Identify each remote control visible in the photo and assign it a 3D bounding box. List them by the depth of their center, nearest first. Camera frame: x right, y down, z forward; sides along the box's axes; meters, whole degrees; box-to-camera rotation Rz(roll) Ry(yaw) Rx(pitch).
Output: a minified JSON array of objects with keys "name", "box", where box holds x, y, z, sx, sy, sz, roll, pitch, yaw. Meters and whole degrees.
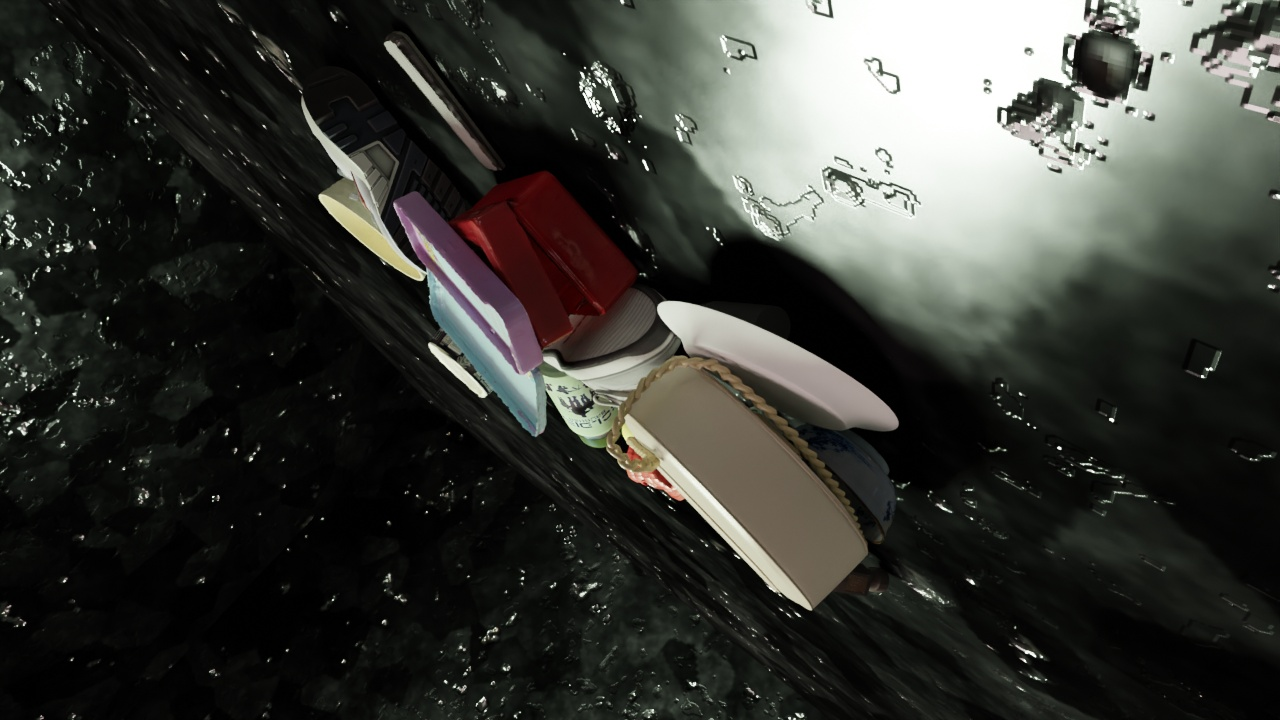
[{"name":"remote control","box":[-0.159,-0.210,0.753,0.033,0.013,0.136,25,160,50]}]

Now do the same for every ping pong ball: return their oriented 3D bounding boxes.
[{"name":"ping pong ball","box":[-0.004,0.089,1.176,0.040,0.040,0.040,38,166,12]}]

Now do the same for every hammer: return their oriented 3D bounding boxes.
[{"name":"hammer","box":[0.149,0.196,1.066,0.115,0.033,0.323,14,-176,-26]}]

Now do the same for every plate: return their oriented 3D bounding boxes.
[{"name":"plate","box":[0.092,0.013,0.659,0.188,0.016,0.189,28,172,4]}]

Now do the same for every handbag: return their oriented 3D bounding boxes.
[{"name":"handbag","box":[0.072,0.099,0.711,0.210,0.103,0.209,45,174,18]}]

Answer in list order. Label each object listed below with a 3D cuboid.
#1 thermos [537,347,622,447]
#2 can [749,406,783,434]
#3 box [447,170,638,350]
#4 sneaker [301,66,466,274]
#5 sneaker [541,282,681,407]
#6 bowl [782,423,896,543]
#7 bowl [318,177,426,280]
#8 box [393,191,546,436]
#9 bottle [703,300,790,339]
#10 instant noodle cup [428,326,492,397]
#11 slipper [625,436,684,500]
[{"name":"thermos","box":[-0.075,0.037,1.131,0.082,0.082,0.231,35,165,24]},{"name":"can","box":[0.126,0.084,0.843,0.095,0.032,0.032,47,165,-21]},{"name":"box","box":[-0.093,-0.092,0.800,0.134,0.110,0.158,59,164,-19]},{"name":"sneaker","box":[-0.266,-0.194,0.960,0.240,0.088,0.124,58,164,-25]},{"name":"sneaker","box":[-0.005,0.005,0.847,0.128,0.096,0.263,38,168,-13]},{"name":"bowl","box":[0.161,0.087,0.723,0.114,0.045,0.114,45,170,10]},{"name":"bowl","box":[-0.296,-0.171,1.087,0.151,0.075,0.151,34,167,9]},{"name":"box","box":[-0.146,-0.042,0.797,0.214,0.034,0.151,45,151,38]},{"name":"bottle","box":[0.064,-0.028,0.675,0.030,0.030,0.113,48,164,-24]},{"name":"instant noodle cup","box":[-0.212,-0.026,1.235,0.137,0.112,0.137,39,165,12]},{"name":"slipper","box":[0.023,0.085,0.979,0.059,0.103,0.249,29,175,-10]}]
